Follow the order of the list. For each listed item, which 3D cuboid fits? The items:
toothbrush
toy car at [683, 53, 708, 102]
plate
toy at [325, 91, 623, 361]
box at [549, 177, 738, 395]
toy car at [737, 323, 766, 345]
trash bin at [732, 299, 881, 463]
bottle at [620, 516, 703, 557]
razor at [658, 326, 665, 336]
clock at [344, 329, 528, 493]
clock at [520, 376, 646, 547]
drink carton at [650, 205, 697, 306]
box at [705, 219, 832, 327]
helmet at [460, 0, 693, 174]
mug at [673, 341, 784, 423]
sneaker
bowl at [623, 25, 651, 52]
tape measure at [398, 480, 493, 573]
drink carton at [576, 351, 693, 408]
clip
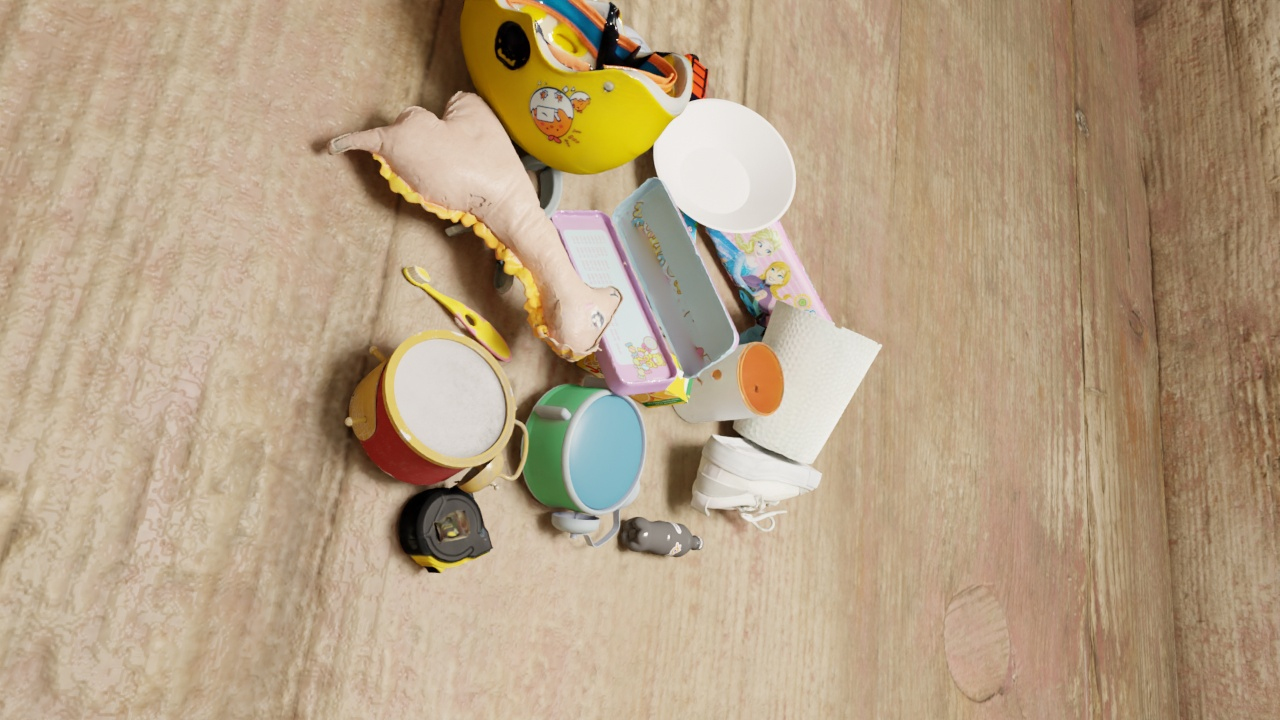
[{"bbox_3d":[-0.163,-0.042,0.840,0.135,0.016,0.021,44,49,-32],"label":"toothbrush"},{"bbox_3d":[0.050,-0.316,1.094,0.051,0.049,0.100,25,65,-41],"label":"toy car"},{"bbox_3d":[0.094,-0.219,1.069,0.174,0.036,0.173,5,70,-15],"label":"plate"},{"bbox_3d":[-0.134,-0.107,0.811,0.195,0.065,0.264,-27,93,-30],"label":"toy"},{"bbox_3d":[0.001,-0.073,0.911,0.062,0.140,0.214,75,-7,-66],"label":"box"},{"bbox_3d":[0.153,0.002,1.152,0.108,0.027,0.060,47,69,-32],"label":"toy car"},{"bbox_3d":[0.189,0.028,1.087,0.133,0.133,0.161,18,98,-43],"label":"trash bin"},{"bbox_3d":[0.027,0.190,0.980,0.109,0.036,0.036,19,69,-43],"label":"bottle"},{"bbox_3d":[0.039,-0.031,1.043,0.105,0.043,0.026,7,79,-36],"label":"razor"},{"bbox_3d":[-0.164,0.051,0.771,0.158,0.081,0.116,30,50,-29],"label":"clock"},{"bbox_3d":[-0.052,0.104,0.893,0.121,0.075,0.162,-31,117,-46],"label":"clock"},{"bbox_3d":[0.038,-0.115,1.047,0.038,0.044,0.128,23,65,-41],"label":"drink carton"},{"bbox_3d":[0.171,-0.105,1.172,0.230,0.085,0.090,57,19,-22],"label":"box"},{"bbox_3d":[-0.081,-0.271,0.878,0.240,0.140,0.208,37,30,2],"label":"helmet"},{"bbox_3d":[0.097,0.027,1.035,0.082,0.106,0.082,11,74,-45],"label":"mug"},{"bbox_3d":[0.131,0.145,1.074,0.242,0.089,0.091,15,103,-56],"label":"sneaker"},{"bbox_3d":[-0.017,-0.329,1.027,0.114,0.045,0.114,11,74,-45],"label":"bowl"},{"bbox_3d":[-0.167,0.143,0.782,0.072,0.042,0.071,-22,102,-44],"label":"tape measure"},{"bbox_3d":[-0.006,0.006,0.965,0.122,0.058,0.041,33,60,-38],"label":"drink carton"},{"bbox_3d":[-0.117,-0.139,0.898,0.090,0.027,0.161,55,49,-22],"label":"clip"}]
